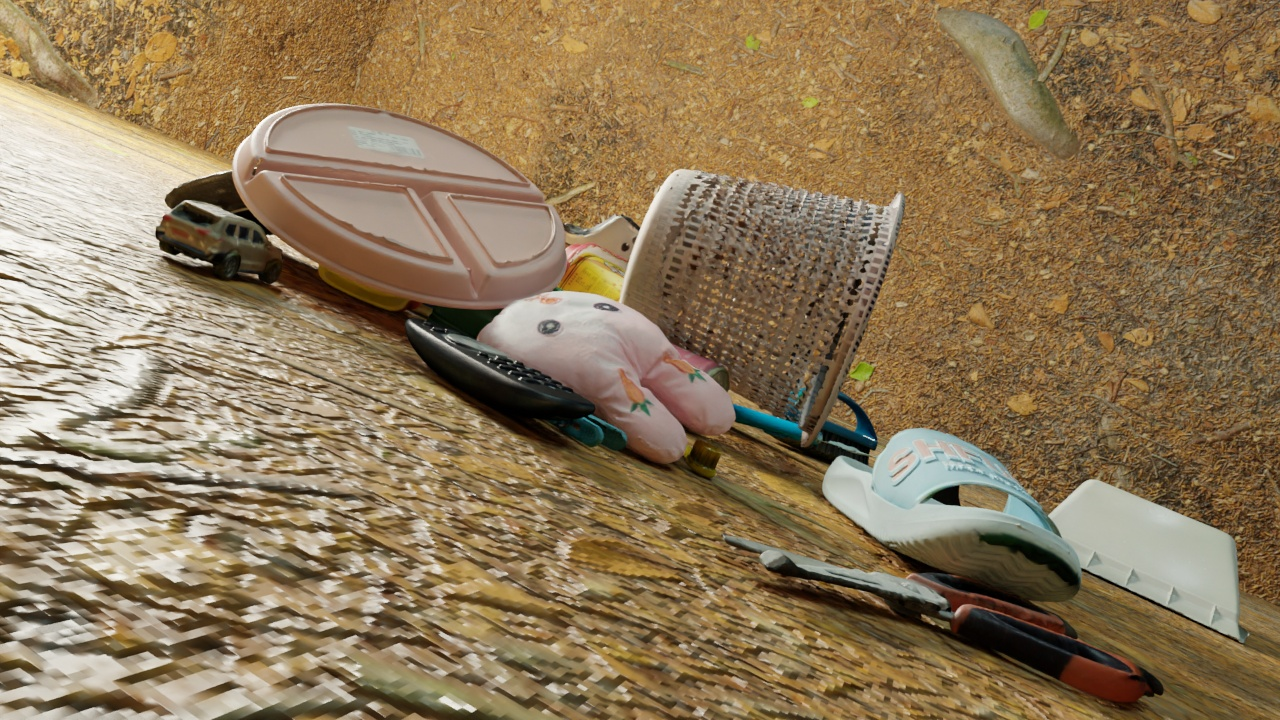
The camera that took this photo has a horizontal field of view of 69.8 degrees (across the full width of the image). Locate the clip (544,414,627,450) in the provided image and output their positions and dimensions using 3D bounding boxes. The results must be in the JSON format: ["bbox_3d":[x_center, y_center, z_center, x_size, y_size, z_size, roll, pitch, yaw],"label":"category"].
[{"bbox_3d":[-0.035,0.032,0.480,0.055,0.013,0.038,24,3,31],"label":"clip"}]

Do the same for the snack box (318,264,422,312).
[{"bbox_3d":[-0.189,-0.085,0.696,0.082,0.091,0.080,24,-3,0],"label":"snack box"}]

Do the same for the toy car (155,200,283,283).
[{"bbox_3d":[-0.239,-0.068,0.532,0.042,0.035,0.090,25,0,3],"label":"toy car"}]

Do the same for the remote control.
[{"bbox_3d":[-0.078,0.008,0.475,0.136,0.024,0.053,25,7,43],"label":"remote control"}]

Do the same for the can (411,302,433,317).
[{"bbox_3d":[-0.176,-0.084,0.780,0.102,0.083,0.057,25,4,36],"label":"can"}]

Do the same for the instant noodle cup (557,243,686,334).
[{"bbox_3d":[-0.030,-0.039,0.921,0.124,0.116,0.116,38,10,28],"label":"instant noodle cup"}]

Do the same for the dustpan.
[{"bbox_3d":[0.559,0.249,1.051,0.223,0.143,0.256,25,33,30],"label":"dustpan"}]

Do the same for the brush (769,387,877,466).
[{"bbox_3d":[0.196,0.067,0.970,0.143,0.073,0.055,20,-1,-31],"label":"brush"}]

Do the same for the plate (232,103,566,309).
[{"bbox_3d":[-0.154,-0.114,0.626,0.229,0.028,0.229,20,31,-13],"label":"plate"}]

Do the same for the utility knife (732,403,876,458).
[{"bbox_3d":[0.137,0.065,0.859,0.217,0.018,0.034,15,-6,40],"label":"utility knife"}]

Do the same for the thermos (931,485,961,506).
[{"bbox_3d":[0.281,0.118,0.897,0.090,0.068,0.242,52,12,11],"label":"thermos"}]

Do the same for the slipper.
[{"bbox_3d":[0.185,0.084,0.563,0.104,0.074,0.245,23,-1,-7],"label":"slipper"}]

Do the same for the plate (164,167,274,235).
[{"bbox_3d":[-0.276,-0.121,0.726,0.179,0.024,0.179,-6,-1,0],"label":"plate"}]

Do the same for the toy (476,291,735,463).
[{"bbox_3d":[-0.021,0.004,0.548,0.159,0.054,0.121,31,34,27],"label":"toy"}]

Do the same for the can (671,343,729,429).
[{"bbox_3d":[-0.004,0.004,0.743,0.147,0.058,0.058,25,4,26],"label":"can"}]

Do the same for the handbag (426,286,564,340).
[{"bbox_3d":[-0.084,-0.025,0.679,0.120,0.068,0.131,33,5,21],"label":"handbag"}]

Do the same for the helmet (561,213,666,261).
[{"bbox_3d":[-0.098,-0.112,1.165,0.274,0.157,0.230,12,3,7],"label":"helmet"}]

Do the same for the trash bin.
[{"bbox_3d":[0.094,-0.064,0.786,0.192,0.227,0.227,21,3,7],"label":"trash bin"}]

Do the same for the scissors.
[{"bbox_3d":[0.132,0.106,0.382,0.204,0.015,0.202,24,3,19],"label":"scissors"}]

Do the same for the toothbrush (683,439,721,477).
[{"bbox_3d":[0.021,0.045,0.610,0.015,0.016,0.190,23,3,-13],"label":"toothbrush"}]
